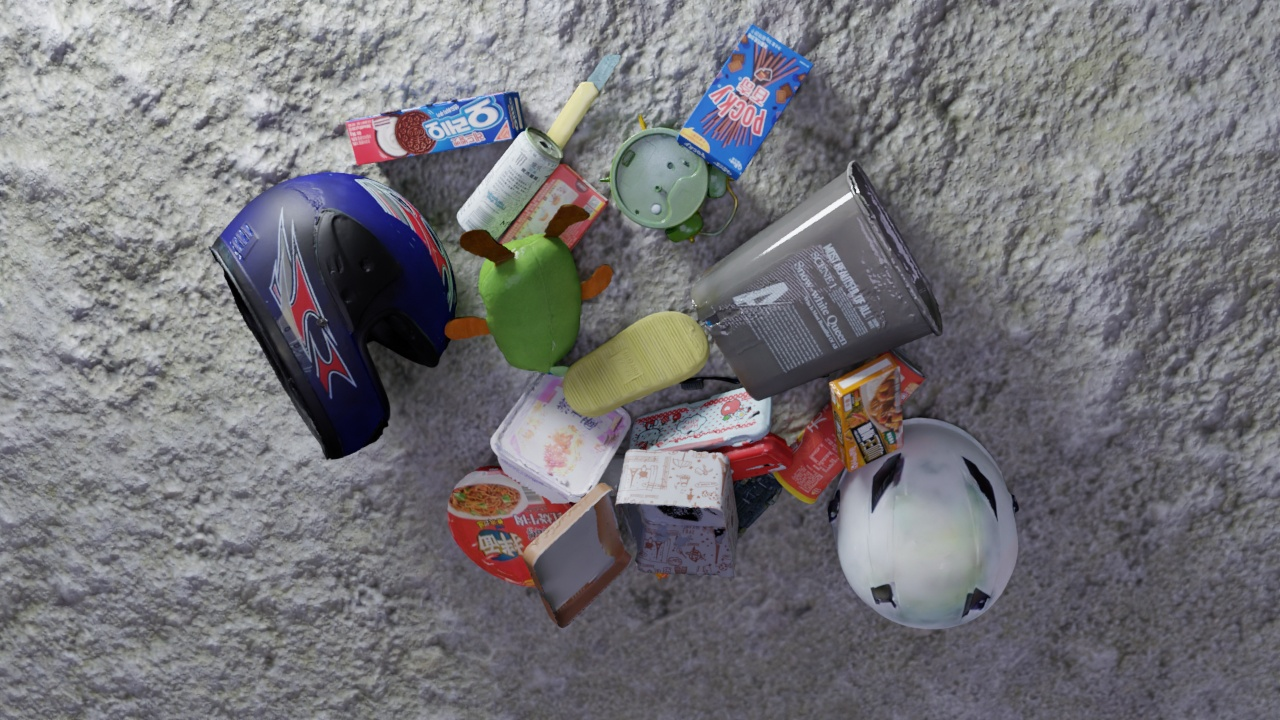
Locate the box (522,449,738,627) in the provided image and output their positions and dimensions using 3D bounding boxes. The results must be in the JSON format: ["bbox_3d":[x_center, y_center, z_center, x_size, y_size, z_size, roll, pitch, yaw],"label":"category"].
[{"bbox_3d":[-0.007,0.210,1.112,0.272,0.130,0.179,-19,139,-6],"label":"box"}]

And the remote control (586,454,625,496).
[{"bbox_3d":[-0.070,0.152,1.226,0.135,0.019,0.056,1,105,9],"label":"remote control"}]

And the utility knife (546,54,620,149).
[{"bbox_3d":[-0.086,-0.287,1.106,0.031,0.020,0.196,37,115,-3],"label":"utility knife"}]

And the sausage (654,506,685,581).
[{"bbox_3d":[0.047,0.225,1.226,0.021,0.021,0.165,17,107,4],"label":"sausage"}]

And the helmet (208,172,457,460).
[{"bbox_3d":[-0.337,-0.069,1.091,0.240,0.248,0.315,-29,94,-20],"label":"helmet"}]

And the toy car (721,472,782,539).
[{"bbox_3d":[0.136,0.183,1.193,0.054,0.036,0.121,34,118,-4],"label":"toy car"}]

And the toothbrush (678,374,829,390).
[{"bbox_3d":[0.142,0.026,1.159,0.190,0.014,0.016,-3,106,9],"label":"toothbrush"}]

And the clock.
[{"bbox_3d":[0.040,-0.208,1.089,0.161,0.056,0.116,34,108,-1],"label":"clock"}]

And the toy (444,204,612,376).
[{"bbox_3d":[-0.130,-0.076,1.104,0.226,0.090,0.247,-20,135,-19],"label":"toy"}]

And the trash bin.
[{"bbox_3d":[0.194,-0.080,1.035,0.220,0.198,0.199,-29,99,21],"label":"trash bin"}]

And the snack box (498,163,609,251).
[{"bbox_3d":[-0.114,-0.163,1.142,0.075,0.025,0.153,40,108,-3],"label":"snack box"}]

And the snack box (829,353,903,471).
[{"bbox_3d":[0.258,0.062,1.040,0.075,0.026,0.154,-26,138,-5],"label":"snack box"}]

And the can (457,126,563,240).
[{"bbox_3d":[-0.159,-0.210,1.111,0.058,0.058,0.147,43,114,-4],"label":"can"}]

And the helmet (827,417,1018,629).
[{"bbox_3d":[0.345,0.213,1.109,0.229,0.145,0.259,1,105,9],"label":"helmet"}]

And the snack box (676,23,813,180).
[{"bbox_3d":[0.118,-0.292,1.038,0.084,0.026,0.157,33,85,-1],"label":"snack box"}]

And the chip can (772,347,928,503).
[{"bbox_3d":[0.253,0.076,1.124,0.073,0.073,0.217,37,108,-2],"label":"chip can"}]

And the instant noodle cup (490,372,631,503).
[{"bbox_3d":[-0.104,0.102,1.152,0.138,0.173,0.061,32,130,0],"label":"instant noodle cup"}]

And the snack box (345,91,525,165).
[{"bbox_3d":[-0.248,-0.283,1.115,0.208,0.057,0.058,-7,107,11],"label":"snack box"}]

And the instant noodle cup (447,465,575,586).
[{"bbox_3d":[-0.155,0.206,1.217,0.194,0.065,0.194,8,122,13],"label":"instant noodle cup"}]

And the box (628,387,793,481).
[{"bbox_3d":[0.084,0.096,1.148,0.202,0.095,0.101,-17,60,29],"label":"box"}]

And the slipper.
[{"bbox_3d":[-0.007,0.007,1.147,0.190,0.081,0.091,-26,83,0],"label":"slipper"}]
